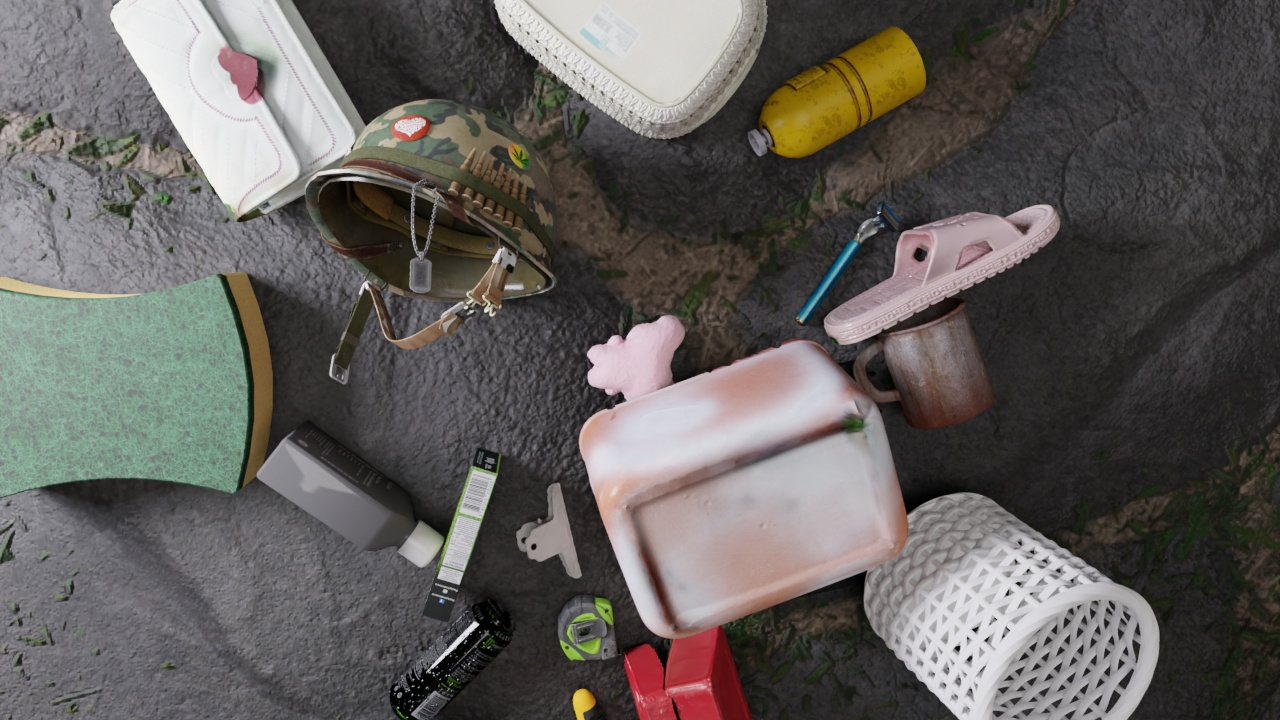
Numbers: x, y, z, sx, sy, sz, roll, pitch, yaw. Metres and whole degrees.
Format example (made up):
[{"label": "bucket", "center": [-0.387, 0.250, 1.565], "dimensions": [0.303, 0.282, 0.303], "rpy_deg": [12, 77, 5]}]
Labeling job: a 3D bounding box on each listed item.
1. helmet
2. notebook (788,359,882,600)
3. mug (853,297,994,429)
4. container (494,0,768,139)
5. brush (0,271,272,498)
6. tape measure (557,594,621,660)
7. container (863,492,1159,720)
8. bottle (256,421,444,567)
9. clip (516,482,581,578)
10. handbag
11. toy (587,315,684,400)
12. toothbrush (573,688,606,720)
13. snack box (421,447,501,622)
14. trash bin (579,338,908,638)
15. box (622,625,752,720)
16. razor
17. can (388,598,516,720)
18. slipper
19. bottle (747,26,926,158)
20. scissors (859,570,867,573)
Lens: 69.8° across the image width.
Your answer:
[{"label": "helmet", "center": [-0.173, -0.104, 0.774], "dimensions": [0.224, 0.193, 0.236], "rpy_deg": [11, 76, -50]}, {"label": "notebook", "center": [0.175, 0.126, 0.940], "dimensions": [0.169, 0.019, 0.231], "rpy_deg": [-12, 98, -3]}, {"label": "mug", "center": [0.273, 0.009, 0.901], "dimensions": [0.123, 0.096, 0.110], "rpy_deg": [-21, 95, 5]}, {"label": "container", "center": [-0.011, -0.313, 0.800], "dimensions": [0.251, 0.143, 0.185], "rpy_deg": [36, 106, -9]}, {"label": "brush", "center": [-0.472, 0.021, 0.828], "dimensions": [0.250, 0.075, 0.195], "rpy_deg": [-2, 98, -6]}, {"label": "tape measure", "center": [-0.054, 0.271, 0.925], "dimensions": [0.058, 0.036, 0.065], "rpy_deg": [-11, 99, -4]}, {"label": "container", "center": [0.340, 0.247, 0.865], "dimensions": [0.189, 0.187, 0.189], "rpy_deg": [-7, 111, -18]}, {"label": "bottle", "center": [-0.264, 0.132, 0.862], "dimensions": [0.174, 0.084, 0.046], "rpy_deg": [38, 92, -10]}, {"label": "clip", "center": [-0.096, 0.177, 0.919], "dimensions": [0.054, 0.040, 0.101], "rpy_deg": [-16, 98, -24]}, {"label": "handbag", "center": [-0.345, -0.239, 0.798], "dimensions": [0.142, 0.096, 0.198], "rpy_deg": [-30, 101, -1]}, {"label": "toy", "center": [-0.005, 0.005, 0.886], "dimensions": [0.095, 0.053, 0.099], "rpy_deg": [-1, 104, -14]}, {"label": "toothbrush", "center": [-0.030, 0.426, 0.953], "dimensions": [0.031, 0.031, 0.197], "rpy_deg": [-8, 107, 40]}, {"label": "snack box", "center": [-0.169, 0.164, 0.876], "dimensions": [0.025, 0.080, 0.147], "rpy_deg": [18, 95, -8]}, {"label": "trash bin", "center": [0.093, 0.115, 0.831], "dimensions": [0.259, 0.157, 0.181], "rpy_deg": [-20, 110, -3]}, {"label": "box", "center": [0.059, 0.360, 0.903], "dimensions": [0.117, 0.135, 0.157], "rpy_deg": [-15, 100, -3]}, {"label": "razor", "center": [0.201, -0.094, 0.915], "dimensions": [0.144, 0.022, 0.042], "rpy_deg": [-52, 136, 6]}, {"label": "can", "center": [-0.186, 0.299, 0.905], "dimensions": [0.137, 0.054, 0.054], "rpy_deg": [-45, 100, 1]}, {"label": "slipper", "center": [0.279, -0.098, 0.886], "dimensions": [0.239, 0.094, 0.064], "rpy_deg": [-29, 104, 4]}, {"label": "bottle", "center": [0.178, -0.245, 0.866], "dimensions": [0.164, 0.071, 0.071], "rpy_deg": [-29, 99, -2]}, {"label": "scissors", "center": [0.219, 0.196, 0.932], "dimensions": [0.130, 0.019, 0.150], "rpy_deg": [-44, 105, 8]}]
